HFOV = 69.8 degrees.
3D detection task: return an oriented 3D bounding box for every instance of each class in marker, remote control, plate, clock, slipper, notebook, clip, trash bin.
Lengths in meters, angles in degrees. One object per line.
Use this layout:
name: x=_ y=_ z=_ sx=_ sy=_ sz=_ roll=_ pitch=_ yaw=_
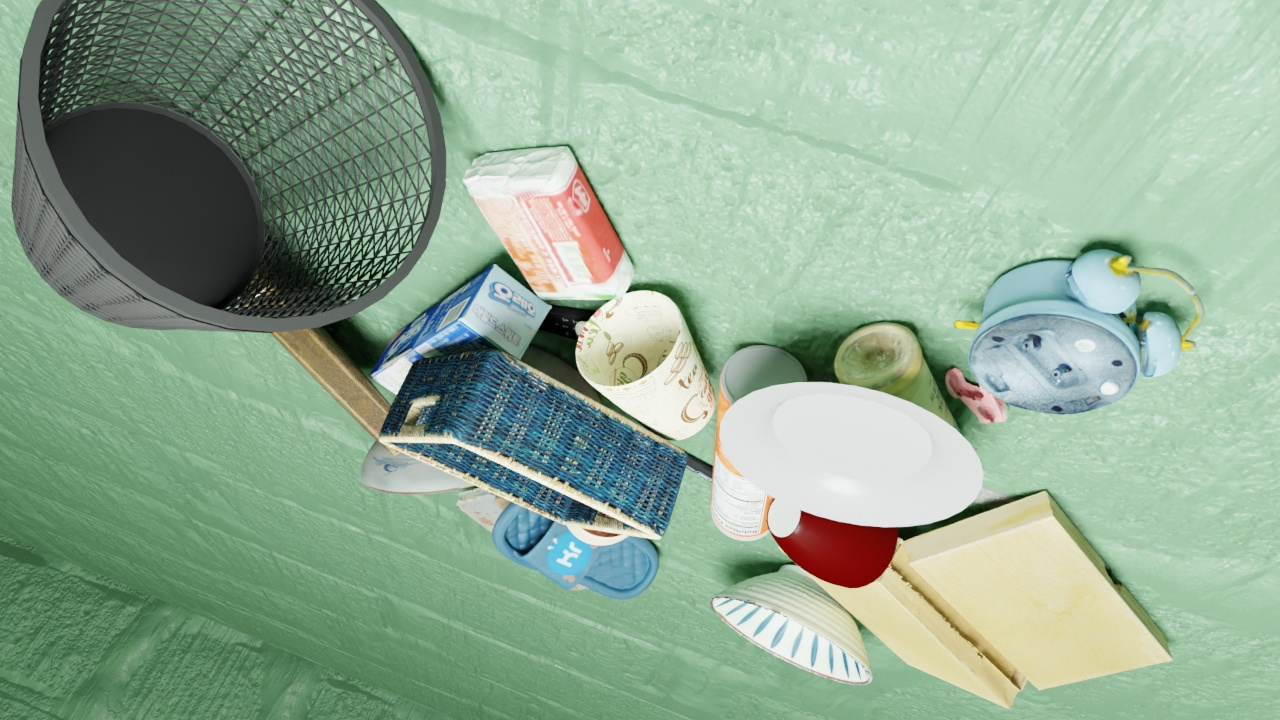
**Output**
marker: x=0.076 y=0.114 z=0.852 sx=0.123 sy=0.015 sz=0.018 roll=31 pitch=148 yaw=-9
remote control: x=-0.026 y=-0.023 z=0.719 sx=0.125 sy=0.010 sz=0.039 roll=13 pitch=146 yaw=16
plate: x=0.140 y=0.060 z=0.619 sx=0.173 sy=0.019 sz=0.173 roll=15 pitch=146 yaw=10
clock: x=0.248 y=-0.017 z=0.520 sx=0.089 sy=0.051 sz=0.125 roll=40 pitch=143 yaw=-22
slipper: x=-0.059 y=0.200 z=0.985 sx=0.213 sy=0.104 sz=0.059 roll=32 pitch=-177 yaw=-32
notebook: x=-0.281 y=-0.006 z=0.804 sx=0.190 sy=0.034 sz=0.215 roll=35 pitch=162 yaw=43
clip: x=0.233 y=0.023 z=0.618 sx=0.035 sy=0.022 sz=0.057 roll=-14 pitch=138 yaw=40
trash bin: x=-0.280 y=-0.114 z=0.577 sx=0.244 sy=0.216 sz=0.217 roll=-7 pitch=138 yaw=48

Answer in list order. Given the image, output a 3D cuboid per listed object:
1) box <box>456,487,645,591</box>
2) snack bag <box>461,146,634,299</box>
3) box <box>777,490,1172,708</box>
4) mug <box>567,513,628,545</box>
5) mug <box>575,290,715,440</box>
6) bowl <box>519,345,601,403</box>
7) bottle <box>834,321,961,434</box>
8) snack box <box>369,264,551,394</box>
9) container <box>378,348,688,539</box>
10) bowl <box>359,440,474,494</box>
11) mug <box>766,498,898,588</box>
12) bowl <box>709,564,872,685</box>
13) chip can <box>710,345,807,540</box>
box: x=-0.099 y=0.208 z=1.083 sx=0.149 sy=0.042 sz=0.216 roll=-8 pitch=137 yaw=45
snack bag: x=-0.059 y=-0.089 z=0.619 sx=0.077 sy=0.036 sz=0.116 roll=3 pitch=143 yaw=30
box: x=0.293 y=0.218 z=0.820 sx=0.262 sy=0.096 sz=0.247 roll=-20 pitch=130 yaw=40
mug: x=-0.047 y=0.130 z=0.902 sx=0.111 sy=0.085 sz=0.104 roll=50 pitch=161 yaw=9
mug: x=-0.004 y=0.004 z=0.680 sx=0.122 sy=0.081 sz=0.097 roll=23 pitch=161 yaw=39
bowl: x=-0.107 y=0.049 z=0.823 sx=0.132 sy=0.064 sz=0.132 roll=16 pitch=147 yaw=11
bottle: x=0.189 y=0.044 z=0.641 sx=0.057 sy=0.056 sz=0.162 roll=-4 pitch=139 yaw=36
snack box: x=-0.154 y=-0.014 z=0.748 sx=0.059 sy=0.059 sz=0.227 roll=37 pitch=151 yaw=-20
container: x=-0.079 y=0.064 z=0.685 sx=0.187 sy=0.071 sz=0.146 roll=31 pitch=159 yaw=-30
bowl: x=-0.201 y=0.082 z=0.903 sx=0.151 sy=0.150 sz=0.057 roll=2 pitch=101 yaw=29
mug: x=0.154 y=0.124 z=0.746 sx=0.088 sy=0.114 sz=0.087 roll=21 pitch=-165 yaw=-34
bowl: x=0.165 y=0.260 z=0.948 sx=0.177 sy=0.070 sz=0.177 roll=25 pitch=156 yaw=12
chip can: x=0.091 y=0.074 z=0.739 sx=0.062 sy=0.062 sz=0.211 roll=15 pitch=147 yaw=12
